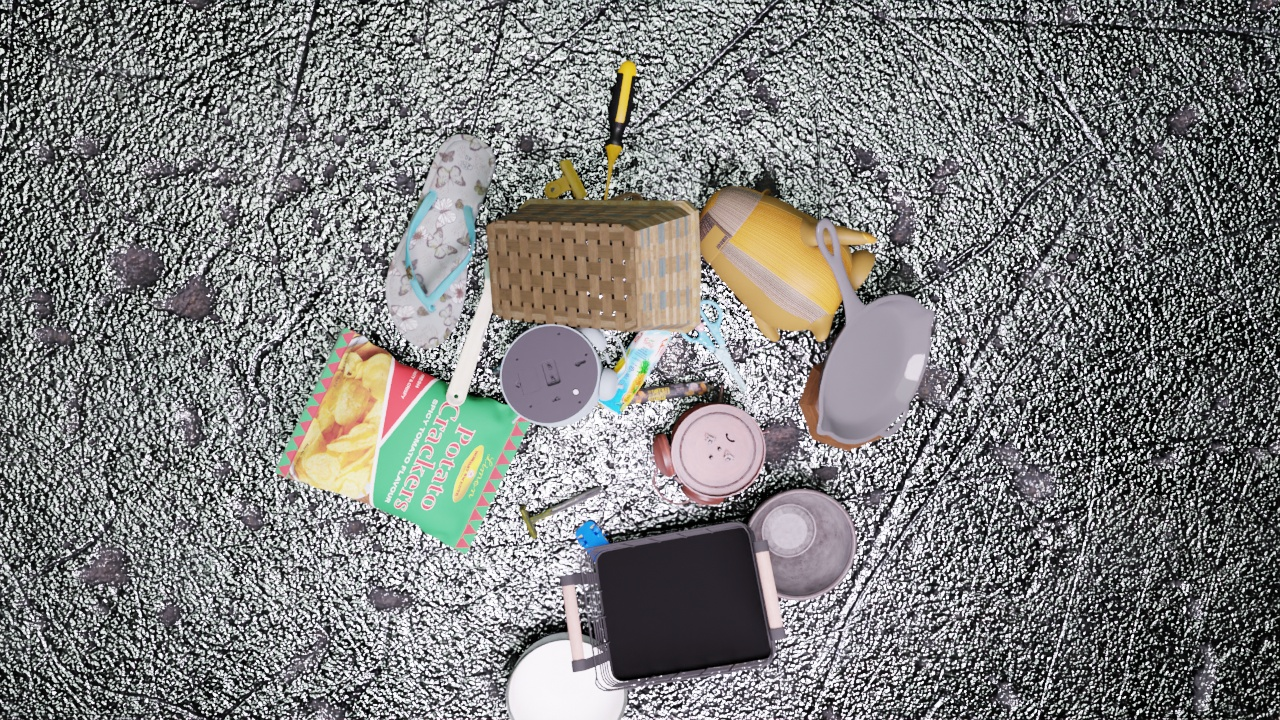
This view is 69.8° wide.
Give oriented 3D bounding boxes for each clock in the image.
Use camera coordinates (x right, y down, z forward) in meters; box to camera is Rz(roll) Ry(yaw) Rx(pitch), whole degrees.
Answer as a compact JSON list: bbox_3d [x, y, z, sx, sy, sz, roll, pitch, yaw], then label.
[{"bbox_3d":[-0.094,0.016,1.115,0.159,0.045,0.122,-18,77,4],"label":"clock"},{"bbox_3d":[0.082,0.119,1.163,0.120,0.072,0.157,44,92,-8],"label":"clock"}]

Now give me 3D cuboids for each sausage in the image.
[{"bbox_3d":[0.018,0.043,1.176,0.155,0.020,0.020,-8,97,-3],"label":"sausage"}]

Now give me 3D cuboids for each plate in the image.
[{"bbox_3d":[0.274,0.056,1.192,0.131,0.025,0.131,0,97,-4],"label":"plate"}]

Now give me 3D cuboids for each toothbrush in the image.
[{"bbox_3d":[-0.032,-0.268,1.131,0.031,0.031,0.197,9,101,-11],"label":"toothbrush"}]

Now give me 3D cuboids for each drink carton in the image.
[{"bbox_3d":[-0.007,0.007,1.148,0.038,0.044,0.129,33,84,9],"label":"drink carton"}]

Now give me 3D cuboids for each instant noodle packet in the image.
[{"bbox_3d":[-0.287,0.101,1.126,0.252,0.090,0.195,26,92,-11],"label":"instant noodle packet"}]

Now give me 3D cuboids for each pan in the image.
[{"bbox_3d":[0.255,-0.032,1.078,0.216,0.024,0.355,-43,131,-14],"label":"pan"}]

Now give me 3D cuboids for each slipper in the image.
[{"bbox_3d":[-0.250,-0.146,1.119,0.098,0.054,0.269,15,94,-3],"label":"slipper"}]

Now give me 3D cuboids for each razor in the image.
[{"bbox_3d":[-0.101,0.189,1.187,0.106,0.026,0.042,-24,96,-5],"label":"razor"}]

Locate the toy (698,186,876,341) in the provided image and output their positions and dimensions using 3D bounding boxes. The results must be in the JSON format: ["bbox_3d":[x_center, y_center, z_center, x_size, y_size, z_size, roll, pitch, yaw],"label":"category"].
[{"bbox_3d":[0.161,-0.131,1.112,0.203,0.162,0.199,35,133,-5],"label":"toy"}]

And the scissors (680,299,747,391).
[{"bbox_3d":[0.103,-0.017,1.181,0.063,0.015,0.138,-37,104,-3],"label":"scissors"}]

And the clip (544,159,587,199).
[{"bbox_3d":[-0.098,-0.217,1.141,0.047,0.039,0.053,-28,100,-5],"label":"clip"}]

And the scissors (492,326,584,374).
[{"bbox_3d":[-0.116,-0.004,1.160,0.129,0.019,0.137,13,88,2],"label":"scissors"}]

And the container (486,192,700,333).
[{"bbox_3d":[-0.040,-0.114,1.079,0.250,0.185,0.158,7,107,32],"label":"container"}]

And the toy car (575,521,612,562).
[{"bbox_3d":[-0.042,0.256,1.204,0.033,0.062,0.092,-40,68,-1],"label":"toy car"}]

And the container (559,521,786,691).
[{"bbox_3d":[0.043,0.287,1.077,0.241,0.130,0.162,-12,75,8],"label":"container"}]

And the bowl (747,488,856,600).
[{"bbox_3d":[0.199,0.230,1.188,0.145,0.067,0.145,0,97,-4],"label":"bowl"}]

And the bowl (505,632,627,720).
[{"bbox_3d":[-0.095,0.420,1.189,0.153,0.073,0.153,0,98,-3],"label":"bowl"}]

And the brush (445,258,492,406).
[{"bbox_3d":[-0.195,-0.047,1.121,0.033,0.012,0.217,17,77,-6],"label":"brush"}]
